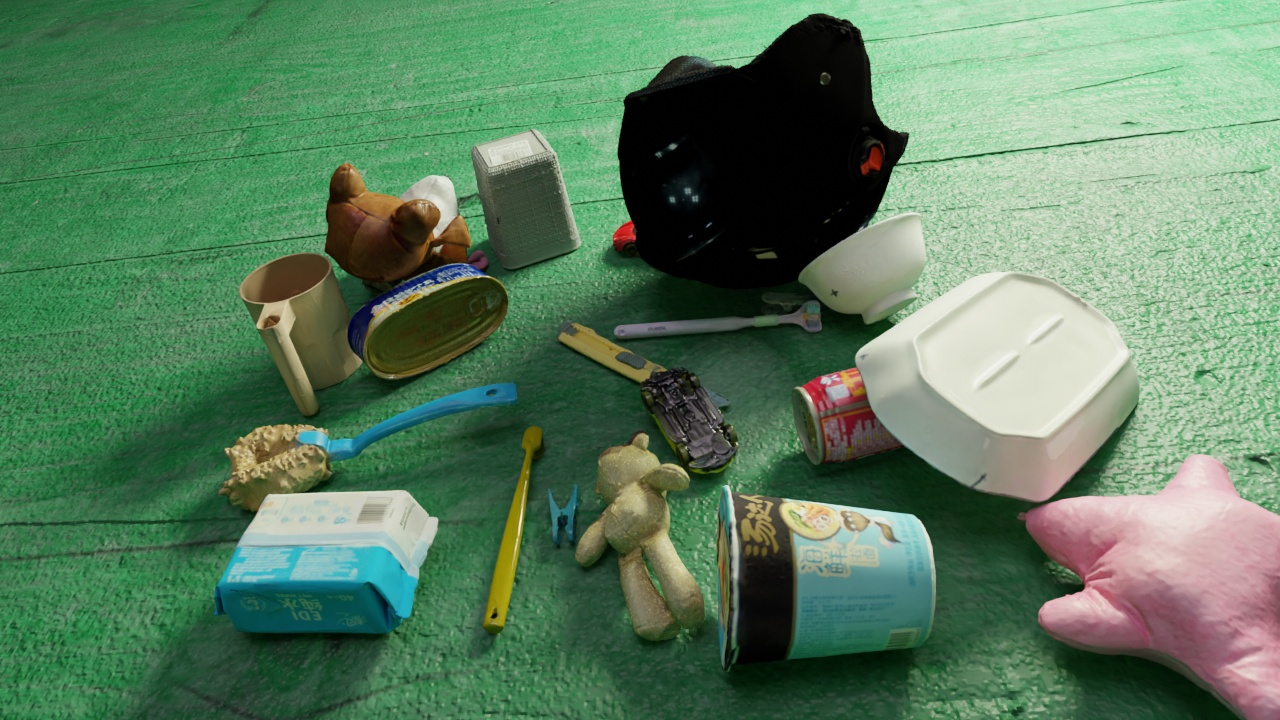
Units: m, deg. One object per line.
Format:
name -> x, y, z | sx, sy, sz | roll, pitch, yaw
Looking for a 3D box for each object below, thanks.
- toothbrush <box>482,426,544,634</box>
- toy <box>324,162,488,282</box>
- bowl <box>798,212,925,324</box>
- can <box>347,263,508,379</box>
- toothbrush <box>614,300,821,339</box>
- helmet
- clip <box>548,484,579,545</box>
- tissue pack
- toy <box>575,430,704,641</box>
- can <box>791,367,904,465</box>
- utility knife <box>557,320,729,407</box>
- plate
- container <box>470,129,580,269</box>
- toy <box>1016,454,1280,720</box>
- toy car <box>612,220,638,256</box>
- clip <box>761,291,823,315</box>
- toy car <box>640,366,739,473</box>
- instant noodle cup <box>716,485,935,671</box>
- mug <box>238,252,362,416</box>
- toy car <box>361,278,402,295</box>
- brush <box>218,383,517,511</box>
toothbrush -> -0.092, 0.120, 0.684 | 0.016, 0.017, 0.189 | -3, 40, 7
toy -> -0.230, -0.132, 0.912 | 0.140, 0.199, 0.130 | 28, 89, 12
bowl -> 0.206, -0.071, 0.804 | 0.118, 0.118, 0.064 | -22, 78, -15
can -> -0.199, -0.038, 0.863 | 0.147, 0.075, 0.049 | -30, 38, -24
toothbrush -> 0.068, -0.032, 0.837 | 0.189, 0.029, 0.021 | -5, -2, 10
helmet -> 0.109, -0.178, 0.845 | 0.274, 0.230, 0.234 | 8, 5, -27
clip -> -0.057, 0.115, 0.684 | 0.040, 0.014, 0.056 | -10, 38, 1
tissue pack -> -0.219, 0.144, 0.644 | 0.140, 0.063, 0.089 | -3, 37, 8
toy -> 0.005, 0.119, 0.633 | 0.105, 0.066, 0.157 | -47, 37, 22
can -> 0.167, 0.038, 0.685 | 0.094, 0.067, 0.066 | -14, 38, -5
utility knife -> -0.005, 0.005, 0.814 | 0.207, 0.021, 0.030 | 29, 58, 34
plate -> 0.270, 0.002, 0.664 | 0.264, 0.034, 0.162 | -26, 58, -39
container -> -0.126, -0.176, 0.985 | 0.090, 0.114, 0.090 | -19, 38, -12
toy -> 0.317, 0.118, 0.545 | 0.179, 0.075, 0.194 | 23, 45, 40
toy car -> 0.022, -0.134, 0.967 | 0.106, 0.031, 0.049 | -1, 38, 15
clip -> 0.140, -0.053, 0.846 | 0.057, 0.033, 0.025 | -2, 41, 6
toy car -> 0.038, 0.050, 0.729 | 0.048, 0.032, 0.105 | -22, 51, -15
instant noodle cup -> 0.110, 0.131, 0.558 | 0.120, 0.111, 0.111 | 0, 38, 1
mug -> -0.311, -0.024, 0.844 | 0.084, 0.104, 0.124 | -11, 38, 0
toy car -> -0.281, -0.107, 0.992 | 0.035, 0.042, 0.090 | -43, 35, 23
brush -> -0.224, 0.061, 0.757 | 0.254, 0.046, 0.083 | -17, 35, 0
